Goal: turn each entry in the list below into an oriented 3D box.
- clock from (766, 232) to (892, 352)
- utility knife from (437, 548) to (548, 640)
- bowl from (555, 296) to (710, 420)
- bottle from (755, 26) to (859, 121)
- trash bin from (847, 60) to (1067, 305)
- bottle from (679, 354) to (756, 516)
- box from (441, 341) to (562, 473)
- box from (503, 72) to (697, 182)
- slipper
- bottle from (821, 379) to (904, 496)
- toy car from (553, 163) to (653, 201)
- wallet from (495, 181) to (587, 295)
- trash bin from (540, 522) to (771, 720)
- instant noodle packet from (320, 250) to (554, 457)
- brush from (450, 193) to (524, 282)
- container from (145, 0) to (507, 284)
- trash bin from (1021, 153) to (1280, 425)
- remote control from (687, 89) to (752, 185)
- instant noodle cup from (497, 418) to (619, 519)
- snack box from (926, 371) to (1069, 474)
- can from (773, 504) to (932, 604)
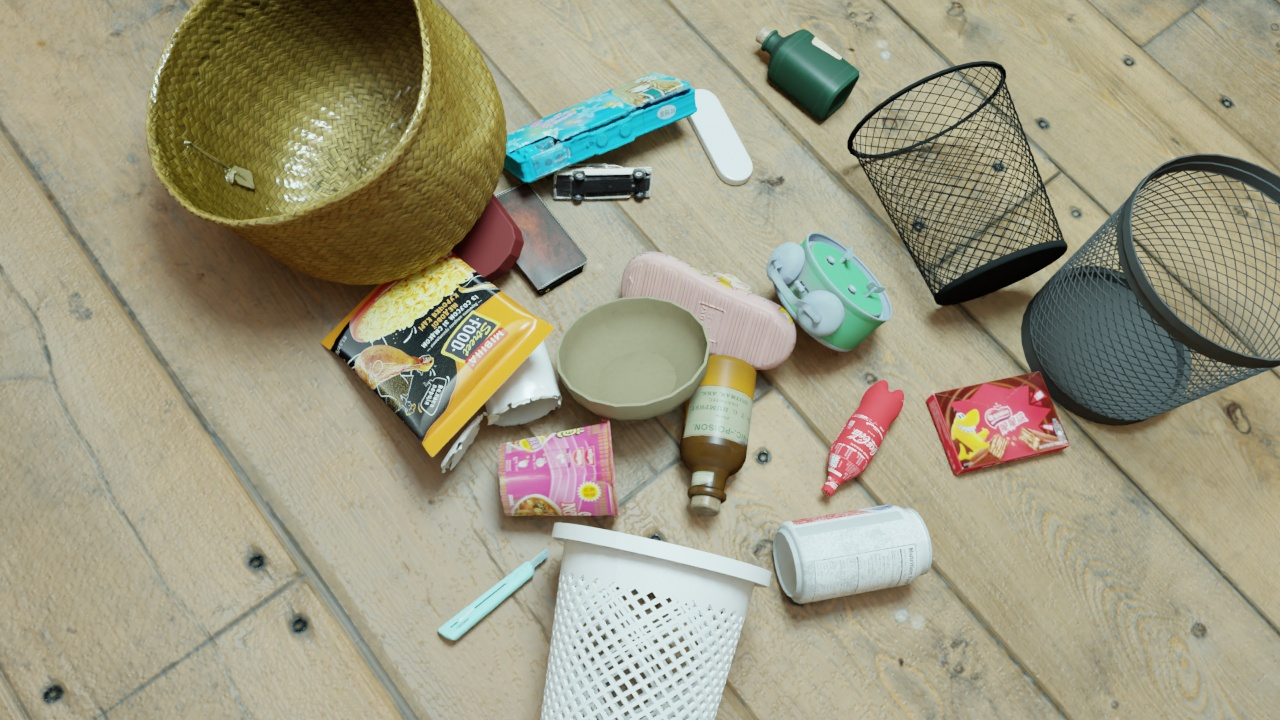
[{"bbox_3d":[0.193,-0.075,0.958,0.161,0.076,0.122,0,52,-49],"label":"clock"},{"bbox_3d":[-0.135,0.221,0.867,0.126,0.015,0.022,-37,45,-21],"label":"utility knife"},{"bbox_3d":[-0.005,0.005,0.917,0.152,0.050,0.152,-4,46,4],"label":"bowl"},{"bbox_3d":[0.196,-0.361,1.124,0.131,0.061,0.061,43,66,10],"label":"bottle"},{"bbox_3d":[0.356,-0.185,1.017,0.184,0.184,0.210,-16,76,-14],"label":"trash bin"},{"bbox_3d":[0.075,0.077,0.924,0.068,0.068,0.156,11,67,-3],"label":"bottle"},{"bbox_3d":[-0.151,0.031,0.906,0.141,0.084,0.140,-14,71,-25],"label":"box"},{"bbox_3d":[-0.052,-0.270,1.045,0.226,0.041,0.094,-27,36,-17],"label":"box"},{"bbox_3d":[0.075,-0.055,0.978,0.197,0.093,0.081,26,29,13],"label":"slipper"},{"bbox_3d":[0.228,0.082,0.956,0.042,0.042,0.141,35,68,7],"label":"bottle"},{"bbox_3d":[-0.043,-0.206,1.044,0.113,0.039,0.039,-4,48,-9],"label":"toy car"},{"bbox_3d":[-0.120,-0.136,1.012,0.072,0.019,0.123,-33,76,-19],"label":"wallet"},{"bbox_3d":[-0.003,0.260,0.786,0.195,0.196,0.199,14,76,-2],"label":"trash bin"},{"bbox_3d":[-0.204,-0.025,0.895,0.159,0.032,0.221,-47,54,-9],"label":"instant noodle packet"},{"bbox_3d":[-0.194,-0.159,0.988,0.082,0.042,0.173,-39,76,10],"label":"brush"},{"bbox_3d":[-0.290,-0.227,0.894,0.307,0.196,0.306,-6,71,17],"label":"container"},{"bbox_3d":[0.542,-0.057,0.953,0.217,0.228,0.217,3,67,-7],"label":"trash bin"},{"bbox_3d":[0.093,-0.268,1.098,0.043,0.013,0.136,-20,72,-15],"label":"remote control"},{"bbox_3d":[-0.078,0.110,0.882,0.108,0.098,0.097,-6,68,-2],"label":"instant noodle cup"},{"bbox_3d":[0.387,0.067,0.994,0.133,0.021,0.089,-11,70,-12],"label":"snack box"},{"bbox_3d":[0.204,0.186,0.890,0.136,0.078,0.078,-7,69,-10],"label":"can"}]
